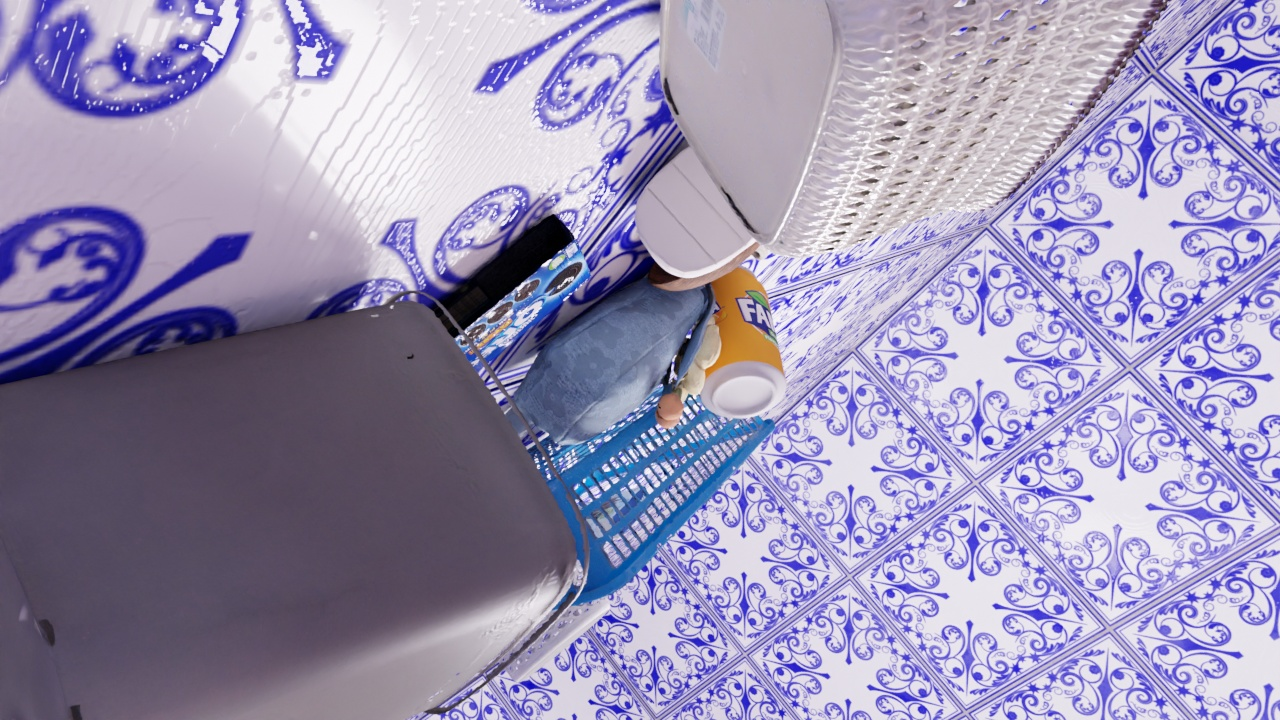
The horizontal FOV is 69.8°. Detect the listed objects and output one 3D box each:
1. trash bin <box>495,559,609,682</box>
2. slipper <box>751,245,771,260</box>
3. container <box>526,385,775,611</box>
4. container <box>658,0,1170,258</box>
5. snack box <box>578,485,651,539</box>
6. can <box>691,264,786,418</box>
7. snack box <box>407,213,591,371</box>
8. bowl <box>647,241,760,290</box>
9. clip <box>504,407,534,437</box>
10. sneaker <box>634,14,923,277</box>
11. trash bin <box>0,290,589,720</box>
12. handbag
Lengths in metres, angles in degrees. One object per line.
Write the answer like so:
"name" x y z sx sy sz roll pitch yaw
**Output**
"trash bin" -0.145 0.267 1.097 0.156 0.183 0.156 -38 167 -11
"slipper" 0.154 -0.167 0.792 0.273 0.054 0.114 -45 161 16
"container" -0.054 0.117 0.857 0.258 0.089 0.361 -22 -175 32
"container" 0.099 -0.157 0.402 0.143 0.184 0.252 -25 163 -10
"snack box" -0.066 0.177 0.983 0.150 0.026 0.081 -21 -174 32
"can" 0.089 -0.020 0.870 0.079 0.142 0.079 -2 138 -2
"snack box" -0.100 -0.027 0.589 0.150 0.027 0.082 -39 168 -3
"bowl" 0.061 -0.084 0.731 0.114 0.026 0.101 -30 -159 11
"clip" -0.135 0.068 0.808 0.163 0.030 0.173 -24 161 -43
"sneaker" 0.101 -0.145 0.645 0.236 0.090 0.104 -42 176 2
"trash bin" -0.184 0.093 0.421 0.219 0.197 0.198 -11 150 -53
"handbag" -0.004 0.005 0.763 0.191 0.118 0.122 -38 171 -46
